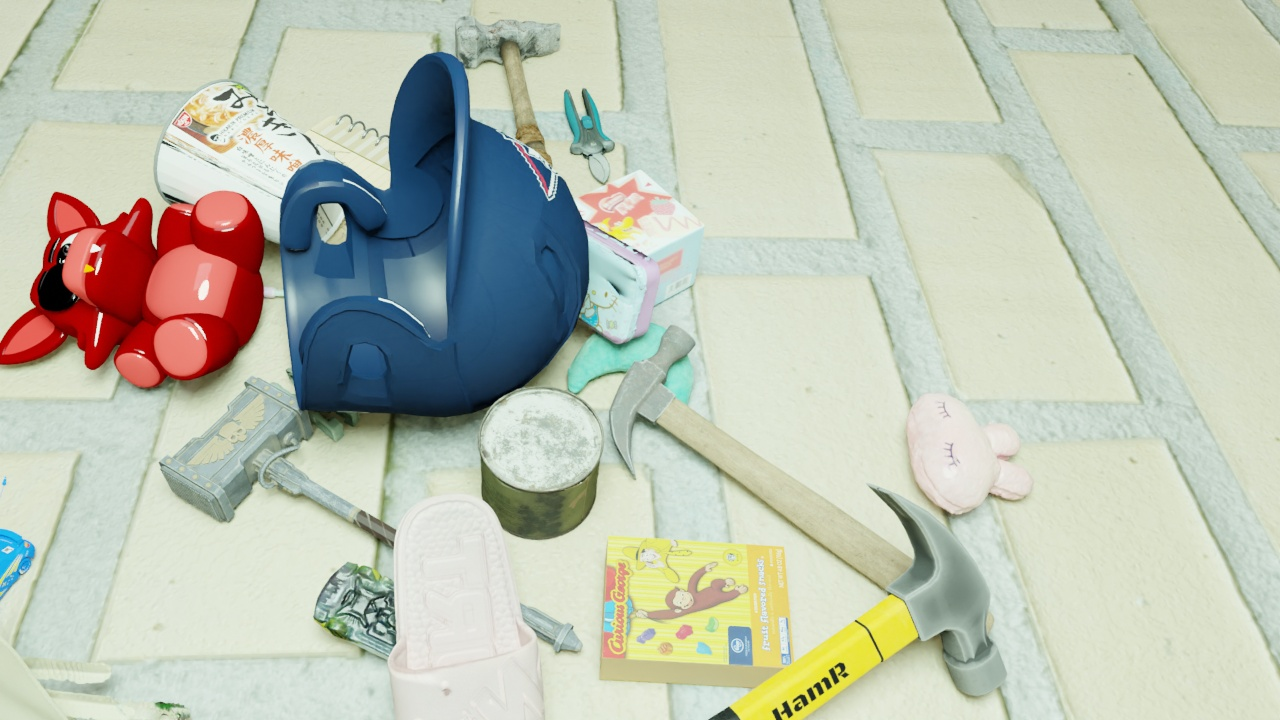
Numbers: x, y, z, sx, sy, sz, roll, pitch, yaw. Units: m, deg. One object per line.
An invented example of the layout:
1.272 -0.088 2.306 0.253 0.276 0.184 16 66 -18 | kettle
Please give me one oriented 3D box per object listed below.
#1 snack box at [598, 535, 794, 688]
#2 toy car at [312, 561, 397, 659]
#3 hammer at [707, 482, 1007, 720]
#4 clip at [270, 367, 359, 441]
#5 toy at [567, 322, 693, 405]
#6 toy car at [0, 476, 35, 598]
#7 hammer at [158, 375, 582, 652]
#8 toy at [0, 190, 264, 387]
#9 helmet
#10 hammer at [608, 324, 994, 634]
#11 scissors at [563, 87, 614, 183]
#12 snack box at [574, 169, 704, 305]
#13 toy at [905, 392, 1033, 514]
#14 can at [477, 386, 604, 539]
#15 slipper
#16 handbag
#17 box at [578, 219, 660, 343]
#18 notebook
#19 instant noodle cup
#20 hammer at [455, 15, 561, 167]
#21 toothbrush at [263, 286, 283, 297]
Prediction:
0.037 0.174 0.637 0.126 0.040 0.088 4 51 -3 | snack box
-0.166 0.178 0.617 0.105 0.033 0.047 27 55 -1 | toy car
0.087 0.211 0.577 0.324 0.170 0.034 -29 16 -15 | hammer
-0.261 0.034 0.730 0.076 0.023 0.044 31 53 15 | clip
-0.005 0.005 0.778 0.105 0.033 0.084 16 62 5 | toy
-0.439 0.130 0.606 0.033 0.062 0.091 16 51 6 | toy car
-0.182 0.124 0.657 0.322 0.044 0.098 27 53 12 | hammer
-0.404 -0.060 0.732 0.197 0.120 0.158 7 76 4 | toy
-0.145 -0.087 0.683 0.222 0.273 0.232 -5 37 -23 | helmet
0.117 0.106 0.704 0.331 0.031 0.119 35 75 13 | hammer
-0.062 -0.241 0.977 0.138 0.019 0.136 24 55 11 | scissors
-0.010 -0.104 0.832 0.092 0.080 0.095 -29 59 -27 | snack box
0.264 0.076 0.740 0.105 0.053 0.108 11 48 -17 | toy
-0.074 0.077 0.683 0.090 0.075 0.089 4 52 -5 | can
-0.108 0.192 0.569 0.094 0.065 0.239 -4 64 -15 | slipper
-0.361 0.184 0.508 0.229 0.184 0.131 20 47 31 | handbag
-0.071 -0.090 0.792 0.033 0.076 0.214 -16 40 -43 | box
-0.263 -0.152 0.879 0.225 0.024 0.167 29 55 16 | notebook
-0.327 -0.160 0.798 0.122 0.124 0.123 29 53 6 | instant noodle cup
-0.122 -0.260 0.971 0.121 0.049 0.318 -5 54 -14 | hammer
-0.364 -0.064 0.801 0.154 0.015 0.022 2 16 -6 | toothbrush
